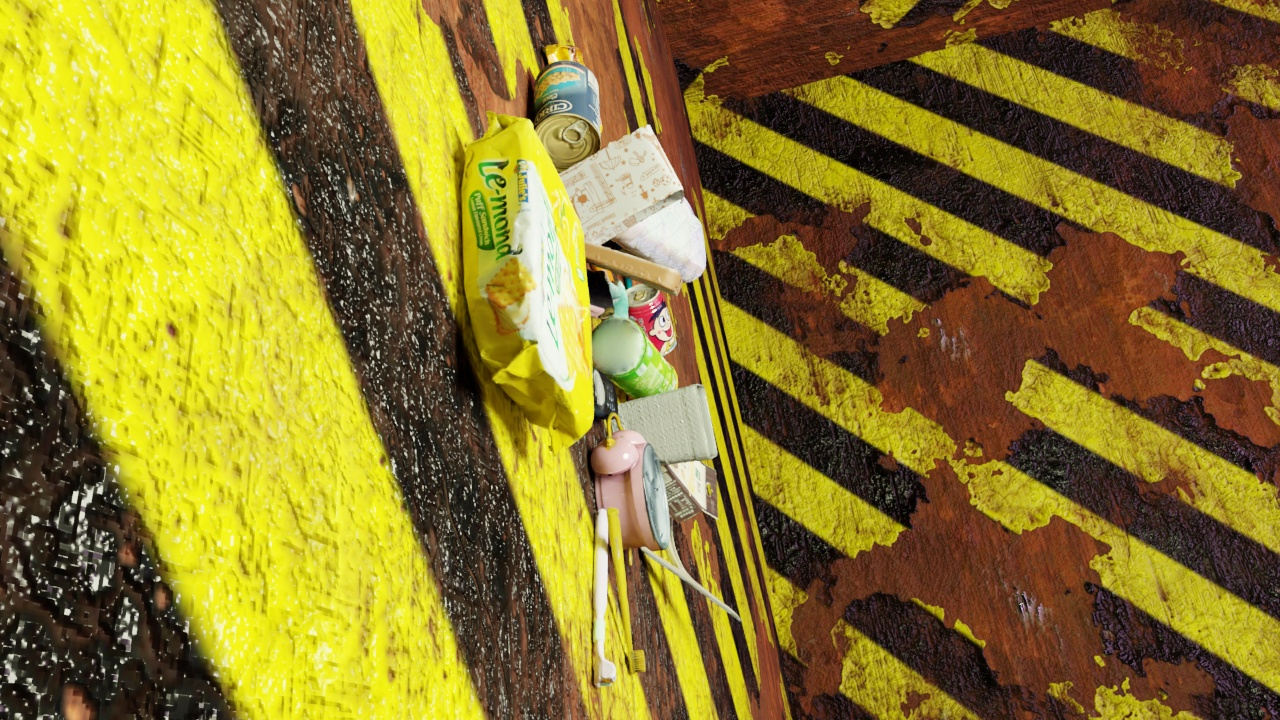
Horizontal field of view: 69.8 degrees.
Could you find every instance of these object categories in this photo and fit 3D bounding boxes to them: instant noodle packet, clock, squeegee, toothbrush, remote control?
[{"bbox_3d":[-0.086,-0.345,1.196,0.110,0.044,0.128,-53,131,-72],"label":"instant noodle packet"},{"bbox_3d":[-0.013,0.133,0.997,0.117,0.060,0.158,-29,108,-79],"label":"clock"},{"bbox_3d":[0.041,0.217,1.271,0.246,0.039,0.246,43,25,-42],"label":"squeegee"},{"bbox_3d":[-0.036,0.220,0.880,0.021,0.029,0.188,27,37,-26],"label":"toothbrush"},{"bbox_3d":[-0.014,0.234,0.924,0.015,0.016,0.190,-92,175,-71],"label":"toothbrush"},{"bbox_3d":[-0.050,0.037,0.998,0.136,0.024,0.053,40,42,-74],"label":"remote control"}]

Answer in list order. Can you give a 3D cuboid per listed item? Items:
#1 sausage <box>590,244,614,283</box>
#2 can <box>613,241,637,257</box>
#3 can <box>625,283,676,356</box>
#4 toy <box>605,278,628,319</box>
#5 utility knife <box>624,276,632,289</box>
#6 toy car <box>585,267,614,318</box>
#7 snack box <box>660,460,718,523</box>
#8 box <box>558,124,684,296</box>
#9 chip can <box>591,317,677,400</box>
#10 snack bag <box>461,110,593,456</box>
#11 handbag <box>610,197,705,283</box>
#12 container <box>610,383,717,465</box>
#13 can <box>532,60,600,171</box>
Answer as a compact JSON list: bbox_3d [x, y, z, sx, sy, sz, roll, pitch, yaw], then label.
[{"bbox_3d":[-0.045,-0.102,1.198,0.021,0.021,0.165,-90,165,-49],"label":"sausage"},{"bbox_3d":[-0.017,-0.208,1.393,0.053,0.053,0.134,64,17,-55],"label":"can"},{"bbox_3d":[0.010,-0.057,1.327,0.066,0.066,0.094,-87,162,-56],"label":"can"},{"bbox_3d":[-0.035,-0.060,1.174,0.096,0.030,0.092,-4,90,-62],"label":"toy"},{"bbox_3d":[-0.009,-0.079,1.403,0.029,0.013,0.207,28,51,-77],"label":"utility knife"},{"bbox_3d":[-0.065,-0.077,1.020,0.122,0.037,0.056,15,57,-65],"label":"toy car"},{"bbox_3d":[0.049,0.150,1.244,0.125,0.053,0.113,53,19,-21],"label":"snack box"},{"bbox_3d":[-0.010,-0.139,1.026,0.178,0.153,0.182,59,6,-4],"label":"box"},{"bbox_3d":[-0.007,0.007,1.141,0.221,0.073,0.072,48,32,-72],"label":"chip can"},{"bbox_3d":[-0.091,-0.061,0.747,0.158,0.068,0.246,63,18,-59],"label":"snack bag"},{"bbox_3d":[0.012,-0.201,1.299,0.193,0.076,0.134,23,51,-47],"label":"handbag"},{"bbox_3d":[0.025,0.083,1.106,0.090,0.114,0.090,15,64,-79],"label":"container"},{"bbox_3d":[-0.083,-0.275,1.027,0.075,0.075,0.111,67,14,-48],"label":"can"}]
